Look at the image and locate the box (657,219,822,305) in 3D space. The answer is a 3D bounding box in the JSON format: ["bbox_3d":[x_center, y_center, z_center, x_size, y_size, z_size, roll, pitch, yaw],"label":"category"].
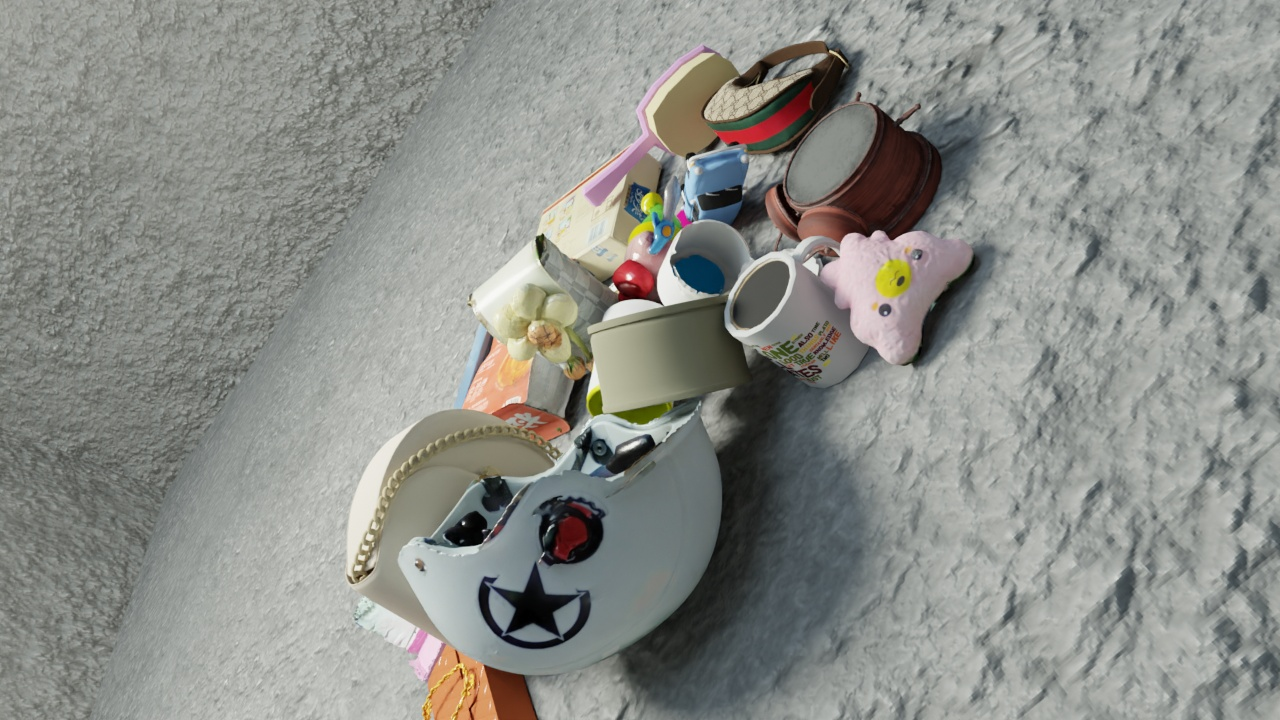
[{"bbox_3d":[0.089,-0.072,0.844,0.083,0.144,0.137,-62,-2,-11],"label":"box"}]

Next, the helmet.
[{"bbox_3d":[-0.041,0.146,0.722,0.264,0.163,0.236,-28,4,5],"label":"helmet"}]

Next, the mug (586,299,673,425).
[{"bbox_3d":[-0.005,0.005,0.898,0.083,0.082,0.106,-32,38,40],"label":"mug"}]

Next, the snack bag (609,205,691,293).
[{"bbox_3d":[0.007,-0.105,1.052,0.197,0.016,0.070,-45,30,26],"label":"snack bag"}]

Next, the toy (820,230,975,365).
[{"bbox_3d":[0.182,-0.057,0.669,0.102,0.093,0.050,-56,-13,-1],"label":"toy"}]

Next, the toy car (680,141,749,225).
[{"bbox_3d":[0.073,-0.169,0.908,0.153,0.056,0.054,95,160,-81],"label":"toy car"}]

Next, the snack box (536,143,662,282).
[{"bbox_3d":[-0.067,-0.165,1.186,0.208,0.055,0.153,-26,44,46],"label":"snack box"}]

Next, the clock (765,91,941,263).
[{"bbox_3d":[0.170,-0.141,0.765,0.158,0.072,0.120,-55,29,7],"label":"clock"}]

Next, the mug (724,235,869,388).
[{"bbox_3d":[0.131,-0.044,0.718,0.105,0.089,0.073,-59,28,2],"label":"mug"}]

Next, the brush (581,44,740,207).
[{"bbox_3d":[0.024,-0.263,1.068,0.229,0.089,0.043,-44,35,2],"label":"brush"}]

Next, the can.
[{"bbox_3d":[0.023,-0.005,0.766,0.128,0.127,0.073,-13,89,53],"label":"can"}]

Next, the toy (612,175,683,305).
[{"bbox_3d":[0.012,-0.119,0.956,0.097,0.124,0.131,25,71,26],"label":"toy"}]

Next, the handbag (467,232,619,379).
[{"bbox_3d":[-0.081,-0.040,0.974,0.113,0.171,0.123,-37,42,23],"label":"handbag"}]

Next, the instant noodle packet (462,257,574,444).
[{"bbox_3d":[-0.146,-0.009,1.114,0.165,0.084,0.220,-27,47,46],"label":"instant noodle packet"}]

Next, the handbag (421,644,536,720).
[{"bbox_3d":[-0.163,0.335,0.870,0.109,0.060,0.172,-59,28,10],"label":"handbag"}]

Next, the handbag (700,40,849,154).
[{"bbox_3d":[0.143,-0.284,0.963,0.138,0.063,0.167,-53,27,-8],"label":"handbag"}]

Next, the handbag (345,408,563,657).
[{"bbox_3d":[-0.168,0.159,0.876,0.104,0.210,0.208,-28,31,43],"label":"handbag"}]

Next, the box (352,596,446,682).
[{"bbox_3d":[-0.217,0.232,1.045,0.159,0.066,0.230,20,81,37],"label":"box"}]

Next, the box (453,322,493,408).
[{"bbox_3d":[-0.198,0.025,1.220,0.121,0.049,0.209,86,-165,-60],"label":"box"}]
